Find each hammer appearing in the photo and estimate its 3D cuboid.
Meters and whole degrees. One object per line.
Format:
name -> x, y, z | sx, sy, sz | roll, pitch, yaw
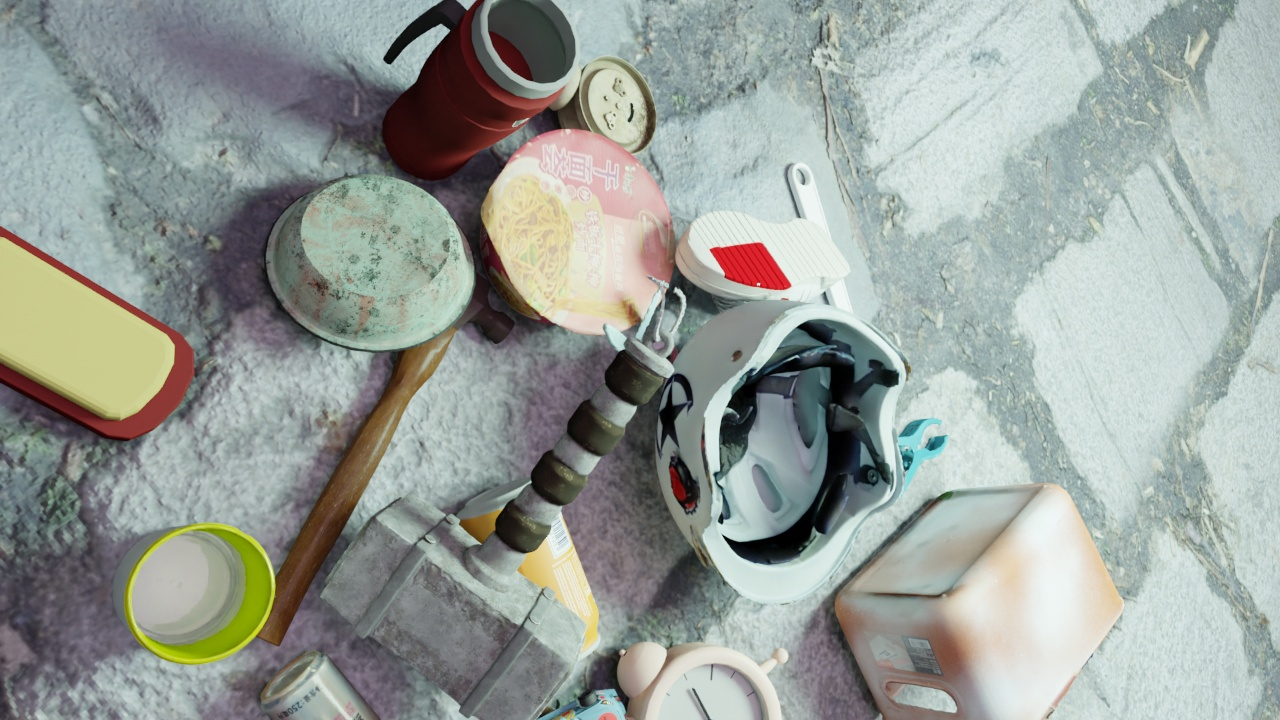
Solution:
hammer -> -0.062, 0.089, 0.643 | 0.177, 0.079, 0.326 | 37, 98, 1
hammer -> -0.207, 0.059, 0.706 | 0.115, 0.033, 0.322 | 36, 64, -26

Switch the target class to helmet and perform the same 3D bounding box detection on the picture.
helmet -> 0.108, 0.073, 0.835 | 0.236, 0.164, 0.264 | -2, 102, -32

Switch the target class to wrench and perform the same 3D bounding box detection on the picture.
wrench -> 0.216, -0.091, 1.029 | 0.066, 0.018, 0.273 | -18, 91, -36

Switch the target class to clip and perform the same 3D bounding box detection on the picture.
clip -> 0.306, 0.093, 1.053 | 0.120, 0.027, 0.104 | -23, 97, -35

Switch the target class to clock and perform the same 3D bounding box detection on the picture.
clock -> 0.050, 0.319, 0.815 | 0.160, 0.086, 0.131 | 9, 76, -23
clock -> -0.049, -0.238, 0.852 | 0.140, 0.055, 0.092 | 22, 70, -37

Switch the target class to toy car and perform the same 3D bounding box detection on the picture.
toy car -> -0.059, 0.309, 0.739 | 0.107, 0.027, 0.060 | -24, 95, -12

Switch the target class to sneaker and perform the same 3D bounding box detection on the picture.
sneaker -> 0.101, -0.078, 0.888 | 0.236, 0.105, 0.090 | -11, 64, -50

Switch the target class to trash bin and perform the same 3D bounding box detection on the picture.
trash bin -> 0.351, 0.251, 0.962 | 0.259, 0.182, 0.157 | -30, 97, -33

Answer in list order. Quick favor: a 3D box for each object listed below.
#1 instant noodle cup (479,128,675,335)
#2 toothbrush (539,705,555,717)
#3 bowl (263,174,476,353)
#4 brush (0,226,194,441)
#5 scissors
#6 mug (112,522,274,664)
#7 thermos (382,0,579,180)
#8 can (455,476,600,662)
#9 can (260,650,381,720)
instant noodle cup -> -0.064, -0.104, 0.804 | 0.178, 0.078, 0.178 | 6, 80, -32
toothbrush -> -0.112, 0.254, 0.744 | 0.167, 0.016, 0.016 | 47, 61, -17
bowl -> -0.201, -0.084, 0.695 | 0.157, 0.039, 0.157 | 9, 60, -16
brush -> -0.379, -0.018, 0.594 | 0.173, 0.042, 0.082 | 37, 63, -24
scissors -> -0.014, 0.013, 0.805 | 0.173, 0.014, 0.170 | -54, 158, -4
mug -> -0.289, 0.146, 0.587 | 0.082, 0.106, 0.082 | 7, 77, -34
thermos -> -0.137, -0.212, 0.698 | 0.108, 0.199, 0.083 | 40, 62, -22
can -> -0.088, 0.170, 0.736 | 0.078, 0.079, 0.142 | -23, 95, -35
can -> -0.208, 0.272, 0.652 | 0.054, 0.054, 0.135 | -41, 105, -32
